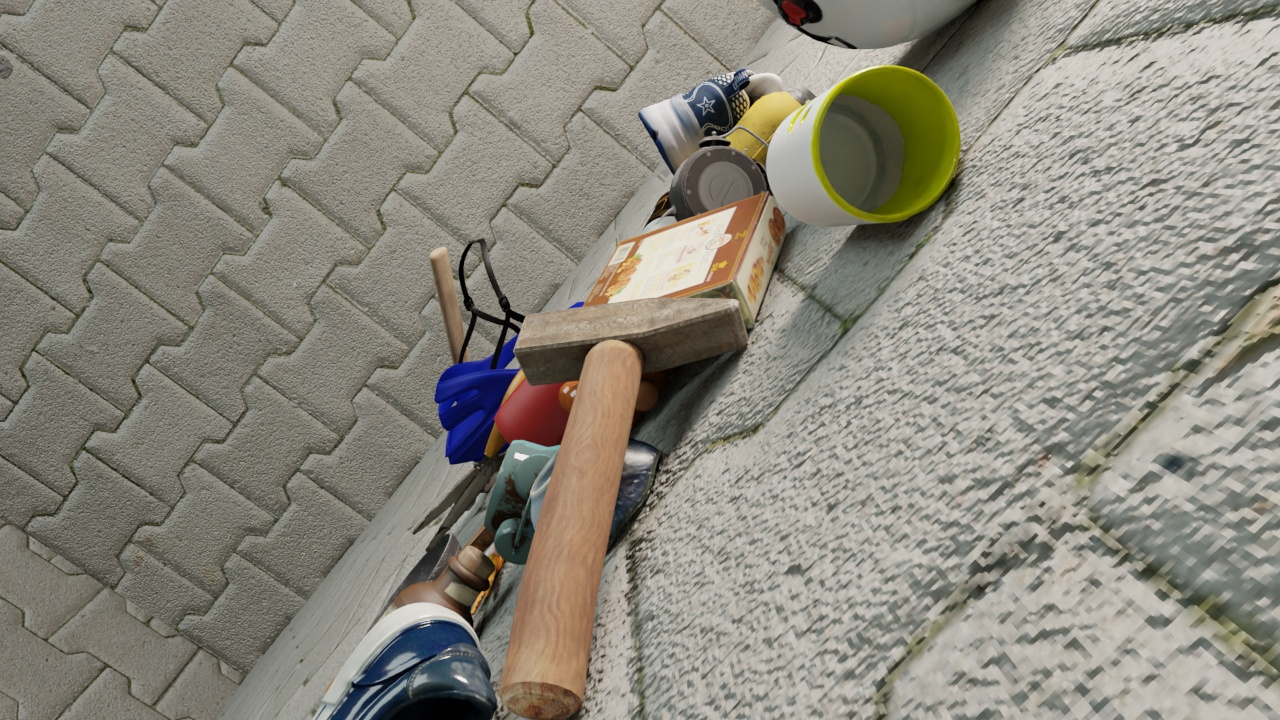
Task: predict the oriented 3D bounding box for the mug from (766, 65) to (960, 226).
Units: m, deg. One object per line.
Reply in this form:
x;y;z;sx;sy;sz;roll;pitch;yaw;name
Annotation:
0.125;-0.120;0.538;0.082;0.082;0.106;-52;9;0;mug

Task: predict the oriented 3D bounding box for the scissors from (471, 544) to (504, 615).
-0.137;0.191;0.814;0.084;0.012;0.132;-48;9;27;scissors

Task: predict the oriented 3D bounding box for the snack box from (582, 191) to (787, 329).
0.031;-0.063;0.716;0.147;0.041;0.142;-15;30;29;snack box

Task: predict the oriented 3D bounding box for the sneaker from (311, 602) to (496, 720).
-0.184;0.281;0.511;0.294;0.120;0.127;-51;32;-9;sneaker

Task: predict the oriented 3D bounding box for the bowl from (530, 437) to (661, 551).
-0.039;0.087;0.618;0.110;0.055;0.110;-50;11;13;bowl

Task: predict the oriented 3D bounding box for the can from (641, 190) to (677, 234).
0.042;-0.144;1.025;0.072;0.072;0.128;-47;11;26;can

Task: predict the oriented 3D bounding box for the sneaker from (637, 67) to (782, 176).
0.107;-0.267;1.020;0.133;0.103;0.268;-32;-6;24;sneaker

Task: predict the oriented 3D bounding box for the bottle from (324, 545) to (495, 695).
-0.172;0.217;0.721;0.157;0.068;0.068;-53;10;-5;bottle

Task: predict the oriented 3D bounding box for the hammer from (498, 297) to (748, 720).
-0.024;0.068;0.543;0.158;0.037;0.299;-7;40;17;hammer

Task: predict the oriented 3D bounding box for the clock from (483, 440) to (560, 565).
-0.090;0.109;0.724;0.124;0.053;0.090;-84;12;-84;clock

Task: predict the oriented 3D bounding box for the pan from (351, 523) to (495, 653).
-0.203;0.229;0.896;0.358;0.040;0.207;-43;13;41;pan

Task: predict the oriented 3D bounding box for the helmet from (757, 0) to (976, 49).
0.210;-0.342;0.715;0.237;0.163;0.264;-55;16;6;helmet

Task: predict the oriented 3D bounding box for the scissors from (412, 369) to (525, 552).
-0.135;0.098;0.908;0.225;0.016;0.166;-57;-30;-10;scissors

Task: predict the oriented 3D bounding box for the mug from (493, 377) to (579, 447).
-0.063;0.040;0.851;0.097;0.080;0.116;-49;-19;16;mug

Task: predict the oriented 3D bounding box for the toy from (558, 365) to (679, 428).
-0.004;0.004;0.741;0.127;0.065;0.095;-48;19;-7;toy

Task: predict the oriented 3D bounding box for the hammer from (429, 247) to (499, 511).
-0.219;0.020;1.124;0.031;0.332;0.119;4;30;22;hammer

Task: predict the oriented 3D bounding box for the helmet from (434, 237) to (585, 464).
-0.164;-0.014;1.042;0.241;0.228;0.148;-41;21;-19;helmet

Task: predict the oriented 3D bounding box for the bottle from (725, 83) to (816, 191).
0.115;-0.204;0.923;0.164;0.071;0.071;-49;10;18;bottle

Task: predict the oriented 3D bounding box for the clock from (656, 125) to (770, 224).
0.075;-0.160;0.870;0.122;0.091;0.044;-60;12;-14;clock
